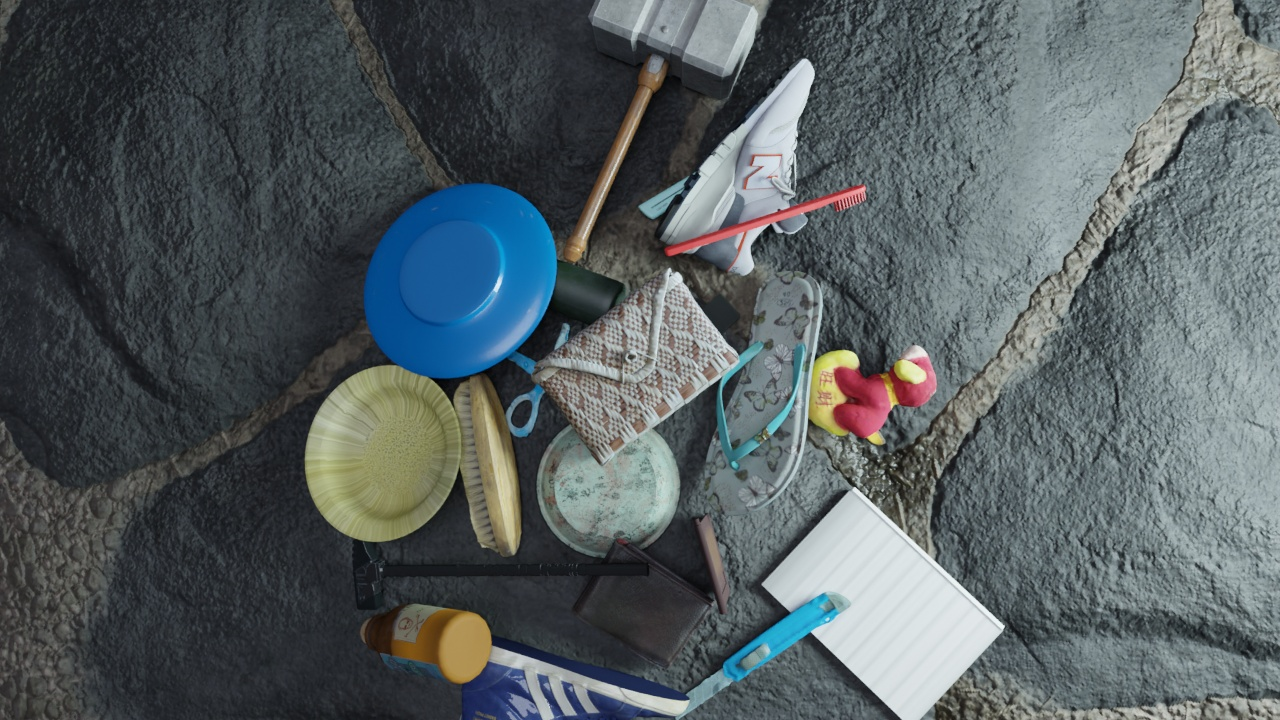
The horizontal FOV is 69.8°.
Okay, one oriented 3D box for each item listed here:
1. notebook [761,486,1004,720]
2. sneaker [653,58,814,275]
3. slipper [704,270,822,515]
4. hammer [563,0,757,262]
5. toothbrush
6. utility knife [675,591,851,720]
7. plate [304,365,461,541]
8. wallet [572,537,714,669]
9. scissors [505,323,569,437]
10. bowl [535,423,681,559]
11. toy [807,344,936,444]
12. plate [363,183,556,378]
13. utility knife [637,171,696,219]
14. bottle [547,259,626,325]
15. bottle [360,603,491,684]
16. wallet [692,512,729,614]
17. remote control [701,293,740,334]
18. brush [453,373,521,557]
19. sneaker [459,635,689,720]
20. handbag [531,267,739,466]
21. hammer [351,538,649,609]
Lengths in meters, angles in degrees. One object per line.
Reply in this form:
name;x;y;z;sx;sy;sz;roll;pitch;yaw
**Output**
notebook;0.253;0.256;0.960;0.210;0.009;0.142;43;89;6
sneaker;0.131;-0.191;0.971;0.124;0.089;0.240;40;96;-9
slipper;0.131;0.033;0.950;0.098;0.054;0.268;14;84;28
hammer;-0.012;-0.250;0.981;0.163;0.083;0.317;24;87;5
toothbrush;0.128;-0.138;0.936;0.212;0.012;0.018;-18;116;2
utility knife;0.123;0.308;0.958;0.222;0.015;0.031;-38;81;6
plate;-0.267;0.100;0.979;0.184;0.036;0.184;-3;78;16
wallet;0.002;0.253;0.952;0.120;0.031;0.099;32;109;3
scissors;-0.092;0.026;1.000;0.140;0.011;0.134;17;85;5
bowl;-0.036;0.133;0.972;0.157;0.038;0.157;0;85;3
toy;0.239;0.036;0.955;0.137;0.067;0.105;-12;82;9
plate;-0.199;-0.091;0.975;0.224;0.024;0.224;-5;72;14
utility knife;0.073;-0.205;1.010;0.166;0.015;0.022;-33;83;-3
bottle;-0.104;-0.087;0.989;0.174;0.055;0.055;22;86;11
bottle;-0.227;0.283;0.933;0.157;0.067;0.068;-6;83;39
wallet;0.071;0.199;0.922;0.018;0.115;0.091;-16;84;3
remote control;0.041;-0.011;0.993;0.150;0.013;0.034;-41;84;-1
brush;-0.162;0.111;0.972;0.043;0.059;0.195;-11;87;15
sneaker;-0.078;0.369;0.927;0.233;0.091;0.118;15;81;5
handbag;-0.005;0.006;0.933;0.186;0.047;0.124;-37;93;-1
hammer;-0.150;0.209;0.943;0.325;0.015;0.095;-4;93;15
